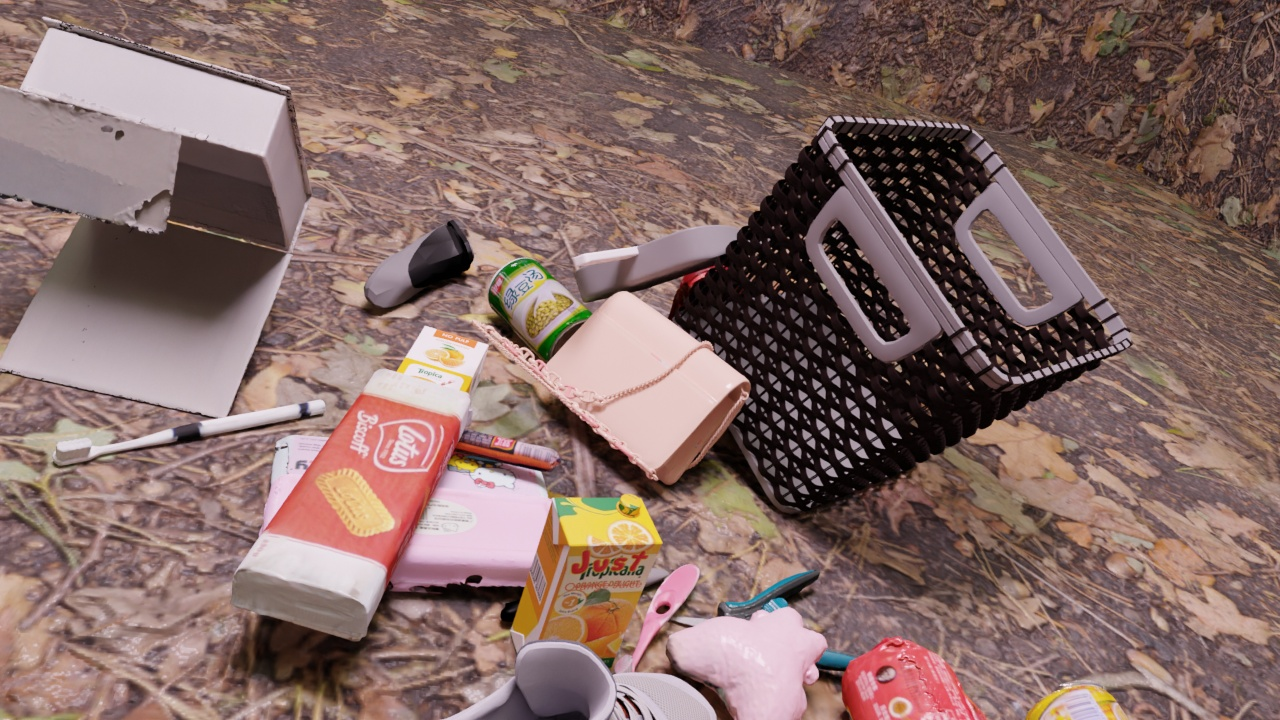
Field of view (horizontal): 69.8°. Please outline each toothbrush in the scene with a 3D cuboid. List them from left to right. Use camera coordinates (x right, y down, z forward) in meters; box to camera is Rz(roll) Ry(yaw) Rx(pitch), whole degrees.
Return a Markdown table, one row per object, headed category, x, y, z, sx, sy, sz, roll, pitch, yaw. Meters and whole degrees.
| category | x | y | z | sx | sy | sz | roll | pitch | yaw |
| --- | --- | --- | --- | --- | --- | --- | --- | --- | --- |
| toothbrush | -0.613 | -0.207 | 0.928 | 0.135 | 0.017 | 0.021 | 10 | 34 | -20 |
| toothbrush | -0.316 | 0.048 | 0.662 | 0.186 | 0.017 | 0.012 | -12 | 61 | -43 |
| toothbrush | 0.012 | 0.177 | 0.629 | 0.022 | 0.016 | 0.134 | 11 | 28 | 22 |

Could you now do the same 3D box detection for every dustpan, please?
| category | x | y | z | sx | sy | sz | roll | pitch | yaw |
| --- | --- | --- | --- | --- | --- | --- | --- | --- | --- |
| dustpan | 0.010 | -0.092 | 0.863 | 0.163 | 0.033 | 0.257 | -17 | 2 | 28 |

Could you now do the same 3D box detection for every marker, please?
| category | x | y | z | sx | sy | sz | roll | pitch | yaw |
| --- | --- | --- | --- | --- | --- | --- | --- | --- | --- |
| marker | -0.037 | 0.160 | 0.638 | 0.138 | 0.016 | 0.022 | -5 | 14 | -38 |

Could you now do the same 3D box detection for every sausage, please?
| category | x | y | z | sx | sy | sz | roll | pitch | yaw |
| --- | --- | --- | --- | --- | --- | --- | --- | --- | --- |
| sausage | -0.133 | 0.062 | 0.702 | 0.155 | 0.020 | 0.020 | 14 | 29 | 2 |

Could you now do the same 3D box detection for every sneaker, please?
| category | x | y | z | sx | sy | sz | roll | pitch | yaw |
| --- | --- | --- | --- | --- | --- | --- | --- | --- | --- |
| sneaker | -0.034 | 0.195 | 0.466 | 0.239 | 0.124 | 0.089 | -12 | 42 | -43 |

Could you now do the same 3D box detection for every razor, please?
| category | x | y | z | sx | sy | sz | roll | pitch | yaw |
| --- | --- | --- | --- | --- | --- | --- | --- | --- | --- |
| razor | -0.224 | -0.093 | 0.923 | 0.060 | 0.057 | 0.155 | 3 | 27 | 35 |

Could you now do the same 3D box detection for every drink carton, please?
| category | x | y | z | sx | sy | sz | roll | pitch | yaw |
| --- | --- | --- | --- | --- | --- | --- | --- | --- | --- |
| drink carton | -0.171 | 0.020 | 0.770 | 0.058 | 0.040 | 0.122 | 17 | 29 | -4 |
| drink carton | -0.035 | 0.138 | 0.564 | 0.058 | 0.123 | 0.041 | 4 | 32 | -25 |

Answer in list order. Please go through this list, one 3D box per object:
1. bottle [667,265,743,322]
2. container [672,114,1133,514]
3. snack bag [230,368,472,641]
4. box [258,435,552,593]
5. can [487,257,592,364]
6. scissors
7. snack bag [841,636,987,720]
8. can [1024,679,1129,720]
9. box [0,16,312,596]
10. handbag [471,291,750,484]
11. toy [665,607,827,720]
| category | x | y | z | sx | sy | sz | roll | pitch | yaw |
| --- | --- | --- | --- | --- | --- | --- | --- | --- | --- |
| bottle | 0.078 | -0.052 | 0.984 | 0.099 | 0.099 | 0.111 | 9 | 34 | -18 |
| container | 0.212 | -0.034 | 0.808 | 0.245 | 0.244 | 0.247 | -11 | 65 | -42 |
| snack bag | -0.173 | 0.080 | 0.589 | 0.077 | 0.041 | 0.224 | 16 | 31 | -3 |
| box | -0.156 | 0.098 | 0.647 | 0.201 | 0.041 | 0.153 | 8 | 30 | -20 |
| can | -0.093 | -0.044 | 0.897 | 0.067 | 0.067 | 0.121 | -9 | 40 | -40 |
| scissors | 0.100 | 0.195 | 0.652 | 0.147 | 0.019 | 0.118 | -19 | 42 | -40 |
| snack bag | 0.179 | 0.246 | 0.548 | 0.082 | 0.082 | 0.176 | 10 | 31 | -16 |
| can | 0.301 | 0.270 | 0.593 | 0.067 | 0.068 | 0.105 | 10 | 30 | -15 |
| box | -0.386 | -0.025 | 0.735 | 0.167 | 0.447 | 0.164 | 14 | 20 | -9 |
| handbag | -0.006 | 0.005 | 0.744 | 0.199 | 0.116 | 0.187 | 39 | -3 | 30 |
| toy | 0.078 | 0.197 | 0.595 | 0.095 | 0.053 | 0.099 | -26 | 55 | -32 |
